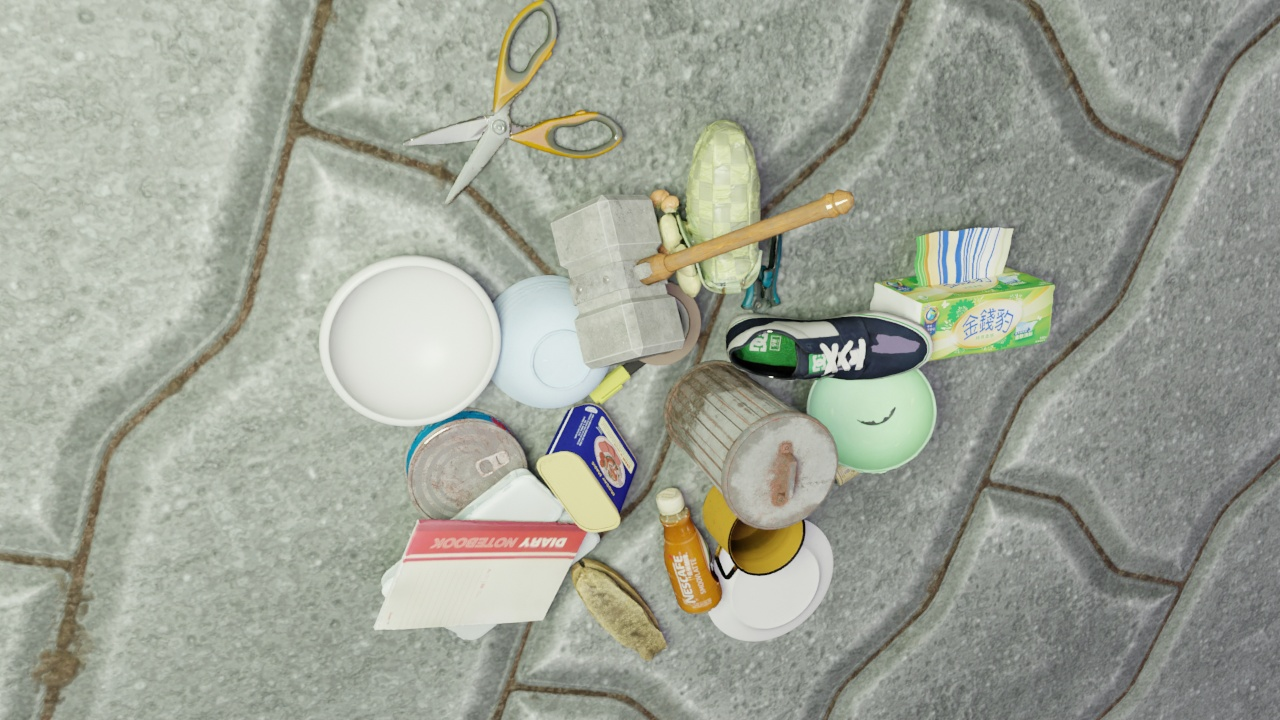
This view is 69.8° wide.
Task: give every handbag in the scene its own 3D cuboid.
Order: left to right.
[{"bbox_3d":[0.068,-0.160,0.981,0.117,0.113,0.186,-3,106,-4],"label":"handbag"}]

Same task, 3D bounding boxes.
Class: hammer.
[{"bbox_3d":[0.061,-0.103,0.863,0.082,0.319,0.162,-11,87,-47],"label":"hammer"}]

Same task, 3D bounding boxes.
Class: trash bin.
[{"bbox_3d":[0.118,0.089,1.019,0.130,0.211,0.131,-6,110,-18],"label":"trash bin"}]

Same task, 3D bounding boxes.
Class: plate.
[{"bbox_3d":[0.176,0.296,1.220,0.188,0.016,0.189,-6,110,-17],"label":"plate"}]

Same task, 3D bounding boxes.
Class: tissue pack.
[{"bbox_3d":[0.390,-0.090,1.112,0.197,0.120,0.141,-11,113,-22],"label":"tissue pack"}]

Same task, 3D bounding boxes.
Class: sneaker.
[{"bbox_3d":[0.214,-0.008,1.041,0.235,0.079,0.084,2,114,6],"label":"sneaker"}]

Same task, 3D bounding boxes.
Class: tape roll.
[{"bbox_3d":[0.019,-0.042,1.028,0.093,0.030,0.094,-1,96,-13],"label":"tape roll"}]

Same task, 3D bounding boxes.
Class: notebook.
[{"bbox_3d":[-0.171,0.235,1.010,0.208,0.012,0.153,8,119,-36],"label":"notebook"}]

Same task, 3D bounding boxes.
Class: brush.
[{"bbox_3d":[-0.024,0.312,1.136,0.059,0.043,0.195,-37,123,-2],"label":"brush"}]

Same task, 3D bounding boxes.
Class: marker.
[{"bbox_3d":[-0.006,0.006,1.054,0.124,0.017,0.021,-38,72,-5],"label":"marker"}]

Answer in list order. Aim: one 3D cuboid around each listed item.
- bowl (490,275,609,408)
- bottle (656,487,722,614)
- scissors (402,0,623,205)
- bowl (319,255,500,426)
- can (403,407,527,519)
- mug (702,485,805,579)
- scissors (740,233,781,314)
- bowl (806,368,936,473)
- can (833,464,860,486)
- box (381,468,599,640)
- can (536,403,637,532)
[{"bbox_3d":[-0.093,-0.011,0.987,0.150,0.075,0.151,-6,109,-17],"label":"bowl"},{"bbox_3d":[0.055,0.233,1.132,0.059,0.059,0.167,-22,114,-11],"label":"bottle"},{"bbox_3d":[-0.128,-0.256,0.923,0.225,0.016,0.217,-9,111,-14],"label":"scissors"},{"bbox_3d":[-0.235,-0.025,0.936,0.176,0.066,0.177,-6,110,-17],"label":"bowl"},{"bbox_3d":[-0.193,0.120,1.014,0.129,0.044,0.130,-6,110,-17],"label":"can"},{"bbox_3d":[0.129,0.207,1.128,0.100,0.094,0.124,32,94,-24],"label":"mug"},{"bbox_3d":[0.146,-0.092,1.074,0.126,0.019,0.144,35,96,-27],"label":"scissors"},{"bbox_3d":[0.284,0.057,1.128,0.151,0.077,0.151,2,98,16],"label":"bowl"},{"bbox_3d":[0.278,0.126,1.185,0.079,0.038,0.038,-31,115,-7],"label":"can"},{"bbox_3d":[-0.163,0.228,1.038,0.209,0.037,0.189,-37,132,-1],"label":"box"},{"bbox_3d":[-0.056,0.118,1.028,0.057,0.092,0.116,-17,119,28],"label":"can"}]
